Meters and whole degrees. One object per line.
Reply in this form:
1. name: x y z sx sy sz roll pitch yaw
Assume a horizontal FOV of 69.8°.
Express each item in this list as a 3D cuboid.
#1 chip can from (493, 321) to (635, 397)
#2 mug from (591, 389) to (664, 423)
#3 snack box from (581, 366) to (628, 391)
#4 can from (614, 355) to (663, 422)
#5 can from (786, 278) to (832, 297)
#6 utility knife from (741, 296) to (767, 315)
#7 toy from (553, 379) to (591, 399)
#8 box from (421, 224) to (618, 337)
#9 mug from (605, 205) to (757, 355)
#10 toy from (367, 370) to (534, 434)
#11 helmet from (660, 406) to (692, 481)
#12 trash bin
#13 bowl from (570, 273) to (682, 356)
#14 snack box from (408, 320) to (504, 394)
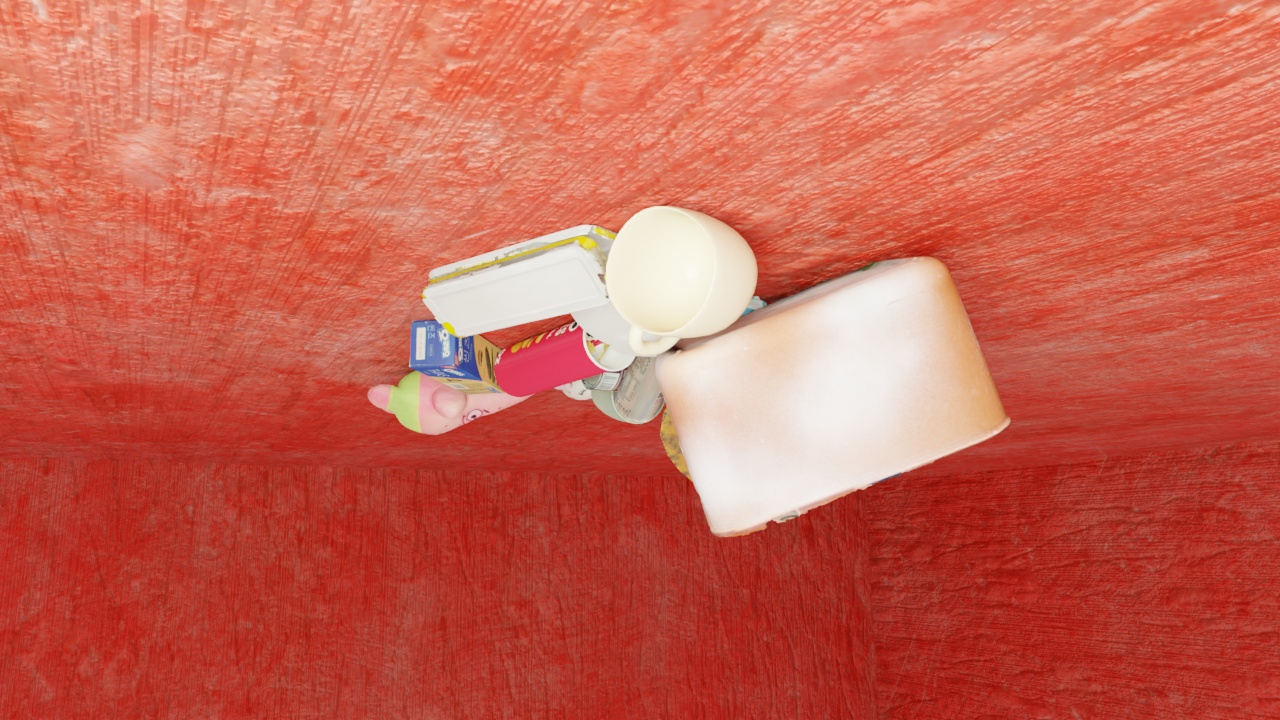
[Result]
1. chip can: -0.094 -0.005 1.079 0.069 0.069 0.221 7 166 -34
2. mug: -0.034 0.036 1.282 0.111 0.084 0.104 35 167 -21
3. snack box: -0.007 0.007 1.135 0.121 0.072 0.072 6 167 -26
4. can: 0.013 0.011 1.047 0.054 0.054 0.136 4 136 -22
5. can: 0.166 -0.043 0.945 0.054 0.054 0.138 4 167 -24
6. utility knife: 0.095 -0.035 1.031 0.022 0.015 0.177 11 159 -15
7. toy: -0.084 0.041 1.377 0.122 0.038 0.079 7 173 -23
8. box: -0.106 -0.073 0.808 0.211 0.070 0.067 -11 145 37
9. mug: 0.034 -0.056 0.717 0.096 0.120 0.099 35 -161 27
10. toy: -0.259 0.052 1.297 0.236 0.097 0.192 -8 177 -5
11. helmet: 0.157 0.046 1.131 0.256 0.131 0.205 -30 111 33
12. trash bin: 0.152 0.021 0.793 0.260 0.157 0.181 -21 -176 1
13. bowl: 0.014 -0.043 0.904 0.176 0.066 0.177 -1 168 0
14. snack box: -0.217 -0.001 1.121 0.057 0.056 0.207 -1 169 8
